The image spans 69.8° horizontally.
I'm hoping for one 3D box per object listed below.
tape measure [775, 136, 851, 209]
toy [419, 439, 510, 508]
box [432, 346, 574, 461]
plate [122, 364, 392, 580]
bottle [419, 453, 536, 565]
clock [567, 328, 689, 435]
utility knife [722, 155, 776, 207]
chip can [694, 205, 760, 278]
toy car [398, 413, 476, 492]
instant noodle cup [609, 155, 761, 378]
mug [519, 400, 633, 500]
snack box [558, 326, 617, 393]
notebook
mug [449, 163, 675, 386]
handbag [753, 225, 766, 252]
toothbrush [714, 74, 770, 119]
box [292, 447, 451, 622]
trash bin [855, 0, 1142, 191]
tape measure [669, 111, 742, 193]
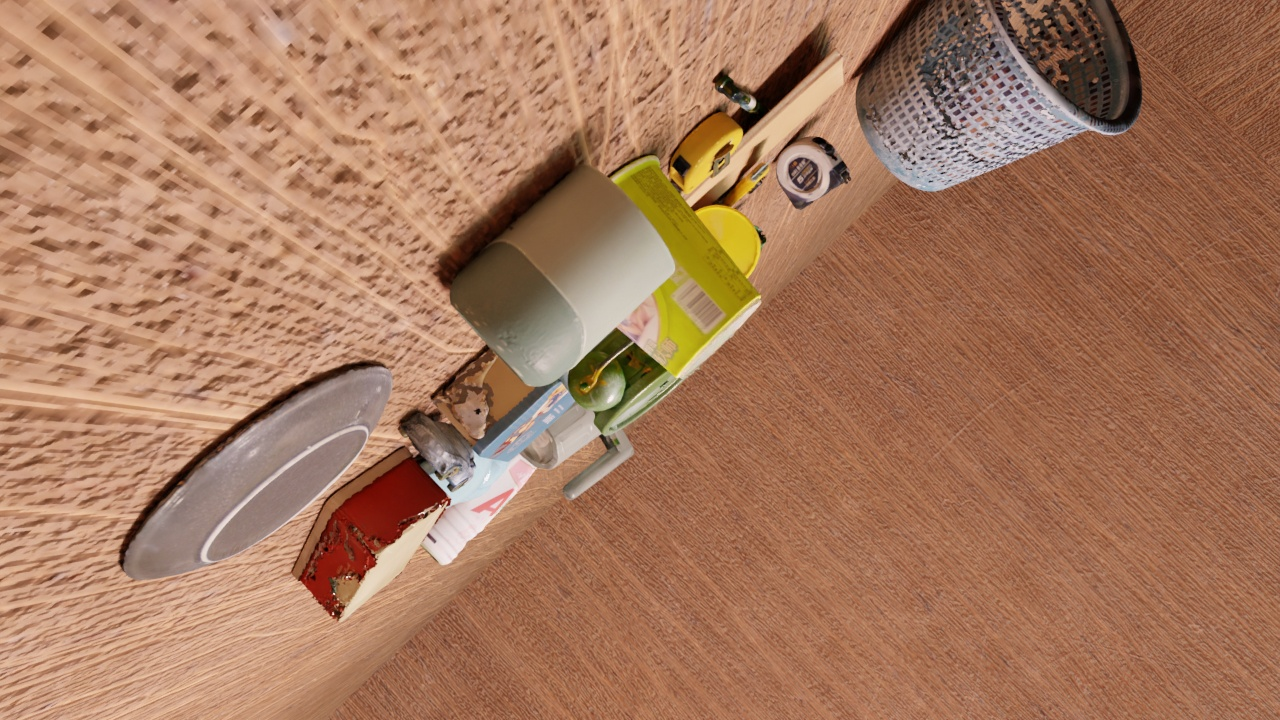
[{"bbox_3d":[0.178,-0.201,0.963,0.066,0.066,0.033,-27,-171,41],"label":"tape measure"},{"bbox_3d":[-0.179,0.113,0.871,0.162,0.050,0.155,-41,167,36],"label":"toy"},{"bbox_3d":[-0.108,0.035,0.767,0.090,0.061,0.184,-42,172,-3],"label":"box"},{"bbox_3d":[-0.208,0.070,0.529,0.179,0.024,0.179,-43,173,-6],"label":"plate"},{"bbox_3d":[-0.174,0.140,1.041,0.196,0.068,0.068,-44,175,-19],"label":"bottle"},{"bbox_3d":[-0.005,0.004,0.768,0.116,0.056,0.161,-40,170,-3],"label":"clock"},{"bbox_3d":[0.098,-0.159,0.828,0.033,0.015,0.215,-44,-177,1],"label":"utility knife"},{"bbox_3d":[0.077,-0.105,0.861,0.072,0.072,0.213,-45,180,10],"label":"chip can"},{"bbox_3d":[-0.156,0.071,0.724,0.036,0.054,0.121,-40,172,-10],"label":"toy car"},{"bbox_3d":[0.013,-0.056,0.625,0.111,0.123,0.112,-43,174,-6],"label":"instant noodle cup"},{"bbox_3d":[-0.072,0.076,0.993,0.103,0.124,0.084,-35,-172,-40],"label":"mug"},{"bbox_3d":[-0.037,-0.026,0.835,0.074,0.051,0.175,-36,170,-44],"label":"snack box"},{"bbox_3d":[0.085,-0.167,0.765,0.212,0.012,0.149,-41,178,15],"label":"notebook"},{"bbox_3d":[-0.047,-0.043,0.529,0.106,0.082,0.112,-44,177,-7],"label":"mug"},{"bbox_3d":[0.078,-0.094,1.046,0.120,0.068,0.132,-41,174,-29],"label":"handbag"},{"bbox_3d":[0.081,-0.186,0.670,0.012,0.017,0.185,-48,173,17],"label":"toothbrush"},{"bbox_3d":[-0.223,0.156,0.769,0.091,0.077,0.169,-38,171,-43],"label":"box"},{"bbox_3d":[0.326,-0.273,0.888,0.225,0.226,0.196,-39,-175,-39],"label":"trash bin"},{"bbox_3d":[0.050,-0.150,0.664,0.060,0.029,0.057,-43,173,-6],"label":"tape measure"}]
